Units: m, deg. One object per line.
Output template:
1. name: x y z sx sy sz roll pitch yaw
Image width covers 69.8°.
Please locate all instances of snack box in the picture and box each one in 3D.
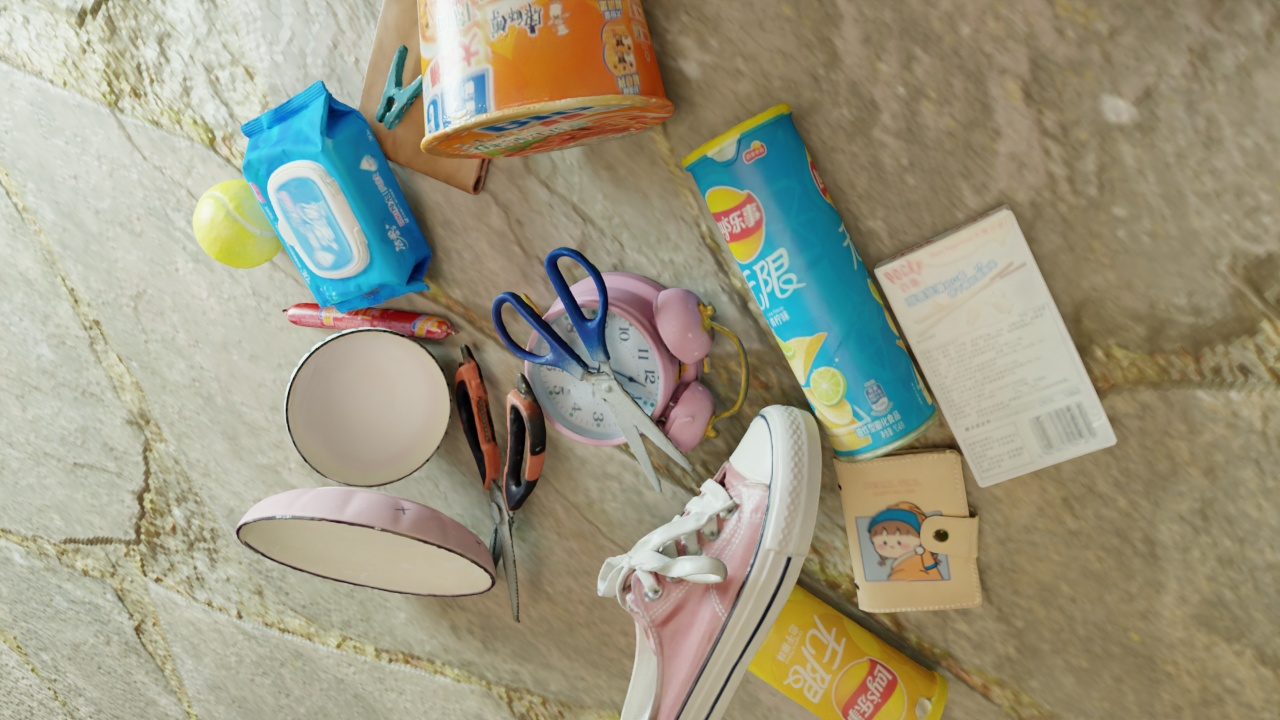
1. snack box: 0.214 -0.006 0.556 0.085 0.026 0.157 -25 98 25

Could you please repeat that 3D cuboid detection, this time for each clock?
1. clock: -0.004 0.004 0.617 0.159 0.059 0.117 5 108 18

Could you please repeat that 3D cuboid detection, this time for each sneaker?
1. sneaker: 0.032 0.132 0.563 0.088 0.118 0.241 24 91 -13

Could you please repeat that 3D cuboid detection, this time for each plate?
1. plate: -0.201 0.134 0.692 0.192 0.039 0.193 7 152 3

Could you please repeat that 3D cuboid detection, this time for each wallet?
1. wallet: -0.142 -0.184 0.629 0.101 0.020 0.115 22 111 11
2. wallet: 0.180 0.113 0.611 0.087 0.024 0.115 -6 104 26

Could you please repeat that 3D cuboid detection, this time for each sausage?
1. sausage: -0.208 -0.031 0.701 0.156 0.020 0.020 6 109 17

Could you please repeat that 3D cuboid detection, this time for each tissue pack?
1. tissue pack: -0.217 -0.109 0.647 0.095 0.052 0.157 -11 114 29

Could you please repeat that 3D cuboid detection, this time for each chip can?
1. chip can: 0.104 -0.045 0.557 0.071 0.071 0.210 -25 97 24
2. chip can: 0.101 0.191 0.636 0.213 0.071 0.072 32 114 8

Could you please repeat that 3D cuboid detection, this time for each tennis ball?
1. tennis ball: -0.297 -0.102 0.684 0.065 0.065 0.065 6 109 17

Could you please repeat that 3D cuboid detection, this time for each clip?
1. clip: -0.161 -0.181 0.618 0.037 0.013 0.055 35 111 7

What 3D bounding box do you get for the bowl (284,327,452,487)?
1. bowl: -0.204 0.031 0.683 0.116 0.066 0.116 -3 98 -24

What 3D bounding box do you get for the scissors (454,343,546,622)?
1. scissors: -0.103 0.090 0.674 0.189 0.015 0.224 -28 79 57

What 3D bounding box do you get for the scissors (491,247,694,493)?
1. scissors: -0.022 0.003 0.585 0.170 0.012 0.144 25 115 11

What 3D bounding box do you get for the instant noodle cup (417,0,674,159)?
1. instant noodle cup: -0.062 -0.187 0.535 0.152 0.151 0.111 -7 96 21
